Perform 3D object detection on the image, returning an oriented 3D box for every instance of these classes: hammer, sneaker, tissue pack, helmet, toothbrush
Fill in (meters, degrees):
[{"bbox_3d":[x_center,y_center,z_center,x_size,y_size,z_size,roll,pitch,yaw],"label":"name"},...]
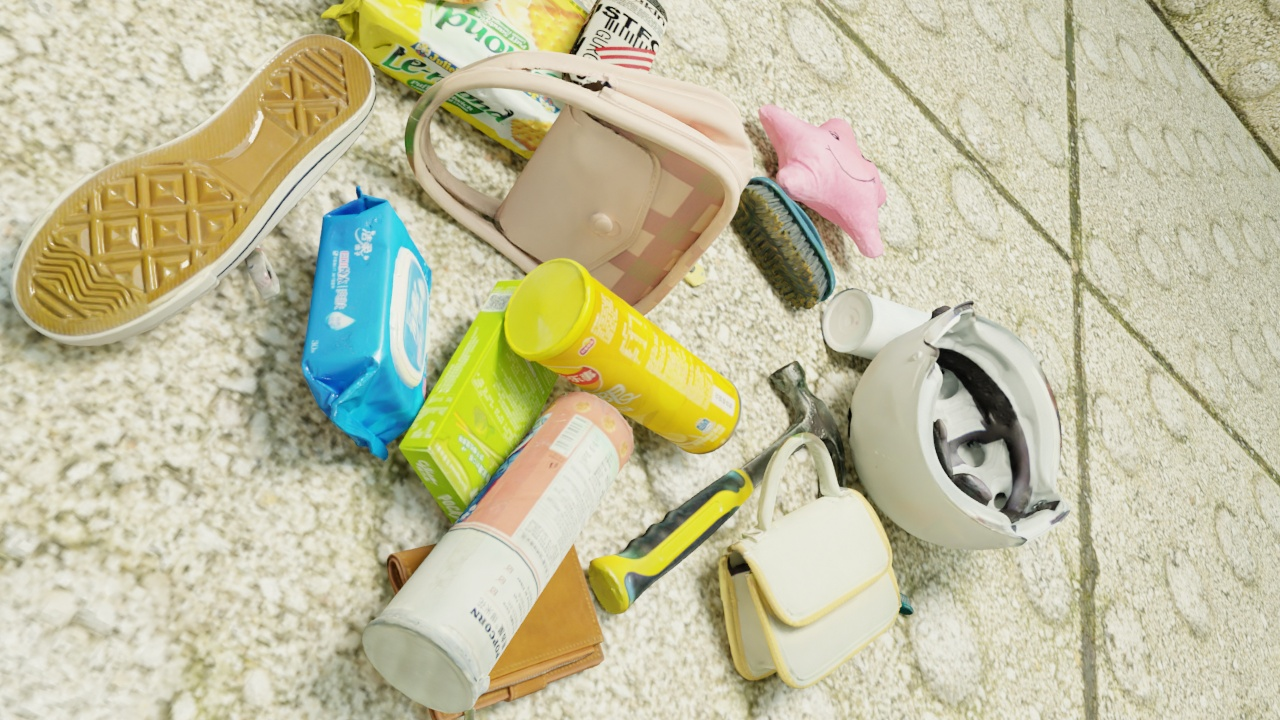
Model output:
[{"bbox_3d":[0.076,0.111,0.760,0.322,0.032,0.126,-30,89,-45],"label":"hammer"},{"bbox_3d":[-0.251,-0.095,0.548,0.118,0.088,0.240,40,69,-2],"label":"sneaker"},{"bbox_3d":[-0.165,-0.021,0.575,0.052,0.095,0.157,-4,65,4],"label":"tissue pack"},{"bbox_3d":[0.292,0.073,0.884,0.257,0.146,0.229,-30,93,-49],"label":"helmet"},{"bbox_3d":[0.181,0.191,0.821,0.191,0.016,0.018,30,42,-26],"label":"toothbrush"}]

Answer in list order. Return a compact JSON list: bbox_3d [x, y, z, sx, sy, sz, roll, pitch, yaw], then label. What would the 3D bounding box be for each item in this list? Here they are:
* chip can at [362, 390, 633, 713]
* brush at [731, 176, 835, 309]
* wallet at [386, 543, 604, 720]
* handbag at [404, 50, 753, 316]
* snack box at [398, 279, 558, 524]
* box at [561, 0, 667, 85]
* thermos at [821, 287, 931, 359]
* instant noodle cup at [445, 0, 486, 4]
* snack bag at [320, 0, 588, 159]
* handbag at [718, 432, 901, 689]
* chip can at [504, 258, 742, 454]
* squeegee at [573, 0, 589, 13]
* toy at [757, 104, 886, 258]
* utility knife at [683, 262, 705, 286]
[{"bbox_3d":[-0.077,0.106,0.567,0.071,0.071,0.214,48,41,-11],"label":"chip can"},{"bbox_3d":[0.149,-0.122,0.923,0.073,0.055,0.144,-36,93,-43],"label":"brush"},{"bbox_3d":[-0.086,0.167,0.589,0.130,0.035,0.119,-5,70,-42],"label":"wallet"},{"bbox_3d":[-0.055,-0.137,0.674,0.234,0.194,0.093,21,49,-22],"label":"handbag"},{"bbox_3d":[-0.102,0.027,0.625,0.086,0.026,0.156,67,34,-41],"label":"snack box"},{"bbox_3d":[-0.017,-0.261,0.756,0.074,0.065,0.164,49,40,-37],"label":"box"},{"bbox_3d":[0.296,-0.020,0.989,0.224,0.073,0.073,12,61,-36],"label":"thermos"},{"bbox_3d":[-0.131,-0.337,0.664,0.111,0.112,0.099,-9,66,-43],"label":"instant noodle cup"},{"bbox_3d":[-0.121,-0.258,0.752,0.246,0.068,0.157,28,52,-27],"label":"snack bag"},{"bbox_3d":[0.135,0.152,0.736,0.163,0.063,0.179,-16,94,-42],"label":"handbag"},{"bbox_3d":[-0.004,0.004,0.672,0.213,0.072,0.072,33,48,-48],"label":"chip can"},{"bbox_3d":[-0.067,-0.346,0.865,0.246,0.039,0.245,55,27,-13],"label":"squeegee"},{"bbox_3d":[0.202,-0.215,1.003,0.194,0.075,0.178,33,47,-21],"label":"toy"},{"bbox_3d":[0.005,-0.120,0.831,0.151,0.018,0.030,43,53,-21],"label":"utility knife"}]
